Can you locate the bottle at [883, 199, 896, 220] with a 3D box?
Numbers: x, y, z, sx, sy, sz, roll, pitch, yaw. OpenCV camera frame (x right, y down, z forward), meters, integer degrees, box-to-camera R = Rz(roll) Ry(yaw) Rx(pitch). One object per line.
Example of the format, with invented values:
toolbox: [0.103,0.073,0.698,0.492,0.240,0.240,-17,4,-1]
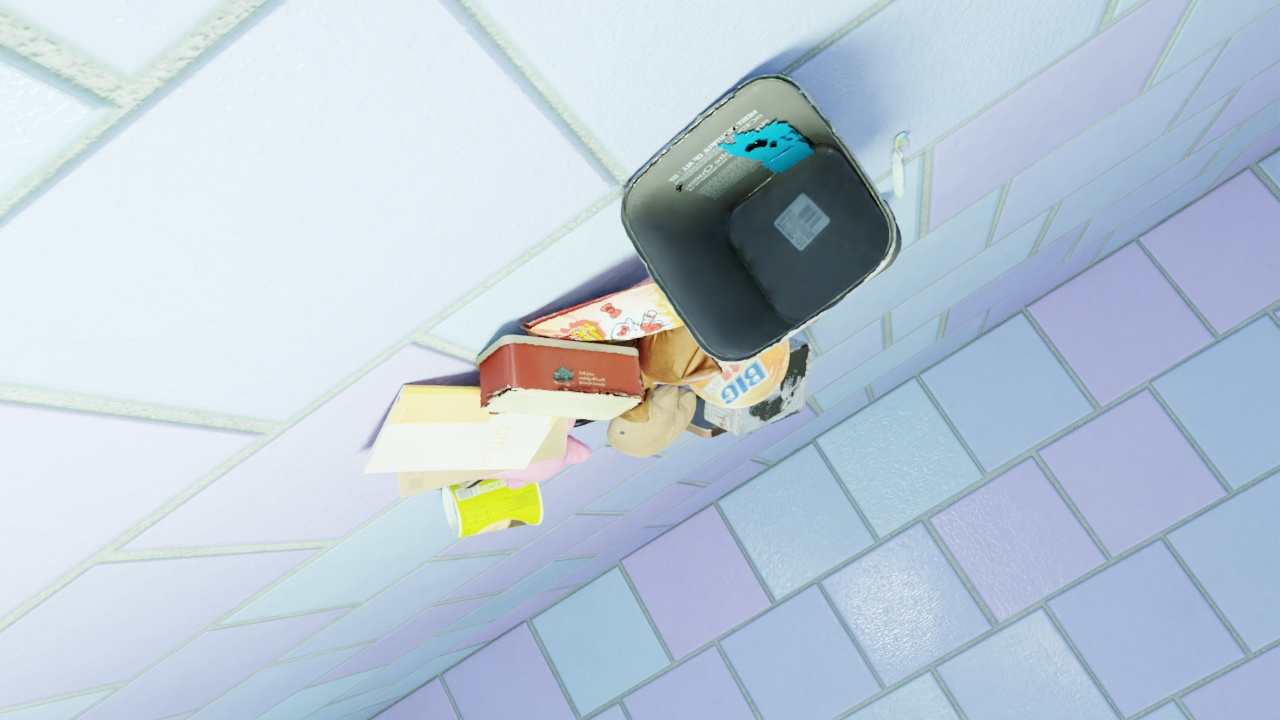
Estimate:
bottle: [0.281,-0.151,1.274,0.079,0.044,0.195,-17,161,-18]

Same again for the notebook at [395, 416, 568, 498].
notebook: [-0.186,0.095,1.084,0.211,0.012,0.150,-13,143,-18]

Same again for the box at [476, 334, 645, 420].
box: [-0.085,0.029,0.988,0.168,0.077,0.092,6,157,-32]

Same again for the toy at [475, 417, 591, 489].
toy: [-0.157,0.114,1.201,0.178,0.074,0.195,-21,150,-4]

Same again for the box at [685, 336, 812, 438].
box: [0.156,0.029,1.528,0.180,0.205,0.158,-17,116,-38]

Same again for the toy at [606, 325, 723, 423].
toy: [0.029,-0.001,1.082,0.130,0.140,0.200,17,147,-34]

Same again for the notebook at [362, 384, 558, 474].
notebook: [-0.193,0.079,1.038,0.206,0.010,0.146,4,135,-37]

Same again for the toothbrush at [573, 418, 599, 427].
toothbrush: [-0.053,0.083,1.419,0.180,0.015,0.018,-13,150,-49]

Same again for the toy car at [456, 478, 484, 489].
toy car: [-0.219,0.143,1.271,0.090,0.035,0.042,-39,164,15]

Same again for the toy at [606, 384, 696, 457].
toy: [0.005,0.087,1.396,0.143,0.082,0.225,-53,157,7]

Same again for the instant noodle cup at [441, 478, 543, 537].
instant noodle cup: [-0.220,0.203,1.336,0.123,0.111,0.112,-14,158,-25]

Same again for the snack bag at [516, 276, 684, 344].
snack bag: [-0.016,-0.053,0.981,0.208,0.073,0.128,-19,167,12]

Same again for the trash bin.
trash bin: [0.132,-0.125,0.857,0.199,0.198,0.219,-36,170,23]

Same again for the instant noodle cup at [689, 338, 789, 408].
instant noodle cup: [0.137,-0.014,1.259,0.151,0.151,0.111,-36,171,15]

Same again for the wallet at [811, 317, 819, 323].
wallet: [0.219,-0.084,1.330,0.108,0.031,0.132,-5,160,-2]

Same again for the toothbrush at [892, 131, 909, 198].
toothbrush: [0.324,-0.236,1.142,0.020,0.029,0.189,9,174,16]
